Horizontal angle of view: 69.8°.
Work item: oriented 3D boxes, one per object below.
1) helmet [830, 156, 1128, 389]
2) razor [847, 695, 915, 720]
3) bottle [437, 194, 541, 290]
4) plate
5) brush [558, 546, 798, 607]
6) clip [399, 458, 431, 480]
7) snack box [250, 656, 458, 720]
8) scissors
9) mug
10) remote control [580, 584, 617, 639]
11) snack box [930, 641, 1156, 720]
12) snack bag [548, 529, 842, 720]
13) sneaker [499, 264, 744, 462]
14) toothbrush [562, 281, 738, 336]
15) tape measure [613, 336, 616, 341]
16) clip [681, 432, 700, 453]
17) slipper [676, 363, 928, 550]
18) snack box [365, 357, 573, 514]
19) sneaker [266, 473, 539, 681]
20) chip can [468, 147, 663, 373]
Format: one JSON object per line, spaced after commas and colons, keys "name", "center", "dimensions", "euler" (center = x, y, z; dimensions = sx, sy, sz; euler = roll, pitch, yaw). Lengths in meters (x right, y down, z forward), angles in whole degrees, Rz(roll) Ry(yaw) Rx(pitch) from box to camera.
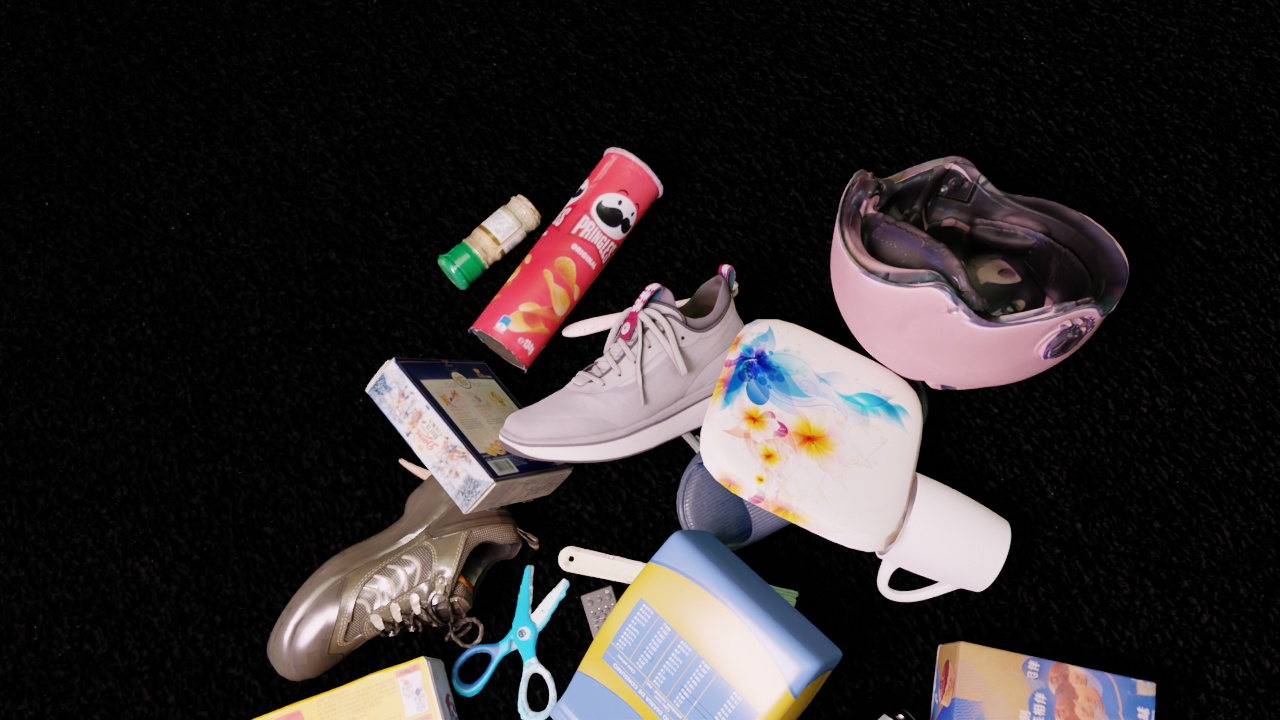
{"name": "helmet", "center": [0.292, -0.065, 0.820], "dimensions": [0.255, 0.153, 0.230], "euler": [-11, 43, -19]}
{"name": "razor", "center": [0.149, 0.322, 0.755], "dimensions": [0.156, 0.057, 0.060], "euler": [-19, 39, -4]}
{"name": "bottle", "center": [-0.152, -0.121, 0.931], "dimensions": [0.111, 0.043, 0.043], "euler": [-43, 74, -13]}
{"name": "plate", "center": [0.152, 0.054, 0.773], "dimensions": [0.187, 0.016, 0.186], "euler": [26, 55, -2]}
{"name": "brush", "center": [0.031, 0.199, 0.825], "dimensions": [0.218, 0.012, 0.033], "euler": [11, 71, 8]}
{"name": "clip", "center": [-0.194, 0.097, 0.866], "dimensions": [0.060, 0.024, 0.039], "euler": [28, 76, 2]}
{"name": "snack box", "center": [-0.266, 0.338, 0.762], "dimensions": [0.230, 0.062, 0.110], "euler": [-19, 71, -4]}
{"name": "scissors", "center": [-0.116, 0.246, 0.815], "dimensions": [0.114, 0.013, 0.140], "euler": [1, 73, 5]}
{"name": "mug", "center": [0.255, 0.166, 0.798], "dimensions": [0.087, 0.080, 0.114], "euler": [24, 105, 2]}
{"name": "remote control", "center": [-0.017, 0.268, 0.802], "dimensions": [0.030, 0.009, 0.140], "euler": [-19, 71, -4]}
{"name": "snack box", "center": [0.311, 0.342, 0.728], "dimensions": [0.155, 0.069, 0.202], "euler": [11, 71, 7]}
{"name": "snack bag", "center": [0.036, 0.263, 0.737], "dimensions": [0.159, 0.102, 0.205], "euler": [40, 97, 26]}
{"name": "sneaker", "center": [-0.005, 0.005, 0.799], "dimensions": [0.262, 0.097, 0.129], "euler": [-20, 106, -24]}
{"name": "toothbrush", "center": [0.010, -0.050, 0.911], "dimensions": [0.181, 0.018, 0.015], "euler": [-15, 70, -2]}
{"name": "tape measure", "center": [0.008, -0.006, 0.884], "dimensions": [0.064, 0.037, 0.065], "euler": [-28, 71, -7]}
{"name": "clip", "center": [0.070, 0.076, 0.861], "dimensions": [0.049, 0.023, 0.078], "euler": [-43, 72, -11]}
{"name": "slipper", "center": [0.151, 0.079, 0.812], "dimensions": [0.263, 0.082, 0.101], "euler": [-29, 88, -11]}
{"name": "snack box", "center": [-0.146, 0.062, 0.812], "dimensions": [0.145, 0.144, 0.043], "euler": [47, 106, 17]}
{"name": "sneaker", "center": [-0.185, 0.209, 0.785], "dimensions": [0.143, 0.101, 0.237], "euler": [40, 71, 22]}
{"name": "chip can", "center": [-0.072, -0.100, 0.904], "dimensions": [0.073, 0.073, 0.232], "euler": [32, 76, 13]}
